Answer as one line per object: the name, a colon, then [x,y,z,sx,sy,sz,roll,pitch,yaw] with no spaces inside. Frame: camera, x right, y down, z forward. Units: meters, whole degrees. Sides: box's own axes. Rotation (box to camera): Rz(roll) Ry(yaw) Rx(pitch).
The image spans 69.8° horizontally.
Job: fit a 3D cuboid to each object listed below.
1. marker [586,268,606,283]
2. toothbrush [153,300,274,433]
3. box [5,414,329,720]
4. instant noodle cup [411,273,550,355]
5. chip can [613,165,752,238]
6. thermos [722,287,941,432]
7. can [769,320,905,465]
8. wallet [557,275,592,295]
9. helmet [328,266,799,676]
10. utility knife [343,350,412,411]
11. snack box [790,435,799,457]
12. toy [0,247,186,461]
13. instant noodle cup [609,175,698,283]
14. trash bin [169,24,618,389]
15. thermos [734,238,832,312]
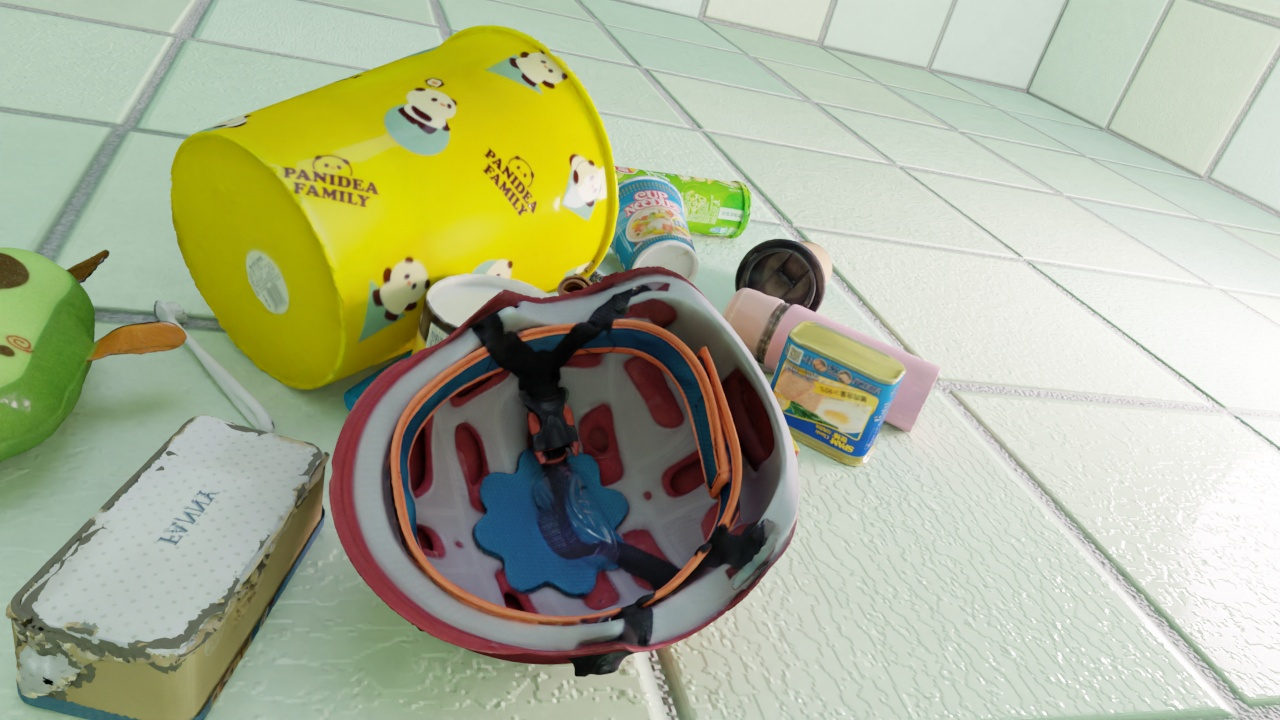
marker: [-0.048,-0.087,0.929,0.146,0.017,0.016,35,34,31]
toothbrush: [-0.299,0.002,0.646,0.180,0.016,0.016,36,28,33]
box: [-0.227,0.096,0.470,0.090,0.061,0.184,16,26,-1]
instant noodle cup: [-0.106,0.012,0.621,0.118,0.115,0.118,12,29,-7]
chip can: [0.027,-0.190,1.094,0.221,0.073,0.072,3,31,-23]
thermos: [0.172,-0.003,0.853,0.199,0.067,0.087,25,-2,18]
can: [0.159,0.026,0.765,0.102,0.083,0.057,27,30,19]
wallet: [-0.003,0.008,0.653,0.119,0.131,0.035,35,73,22]
helmet: [-0.041,0.074,0.511,0.239,0.144,0.206,-16,64,-19]
utility knife: [-0.159,-0.007,0.727,0.034,0.018,0.217,14,28,17]
snack box: [0.066,0.036,0.758,0.077,0.027,0.155,4,30,-18]
toy: [-0.394,-0.010,0.541,0.226,0.090,0.246,-8,33,-27]
instant noodle cup: [0.013,-0.122,0.954,0.099,0.099,0.109,4,38,-22]
trash bin: [-0.183,-0.114,0.694,0.230,0.230,0.254,30,40,24]
thermos: [0.158,-0.088,0.972,0.093,0.093,0.143,24,21,15]
